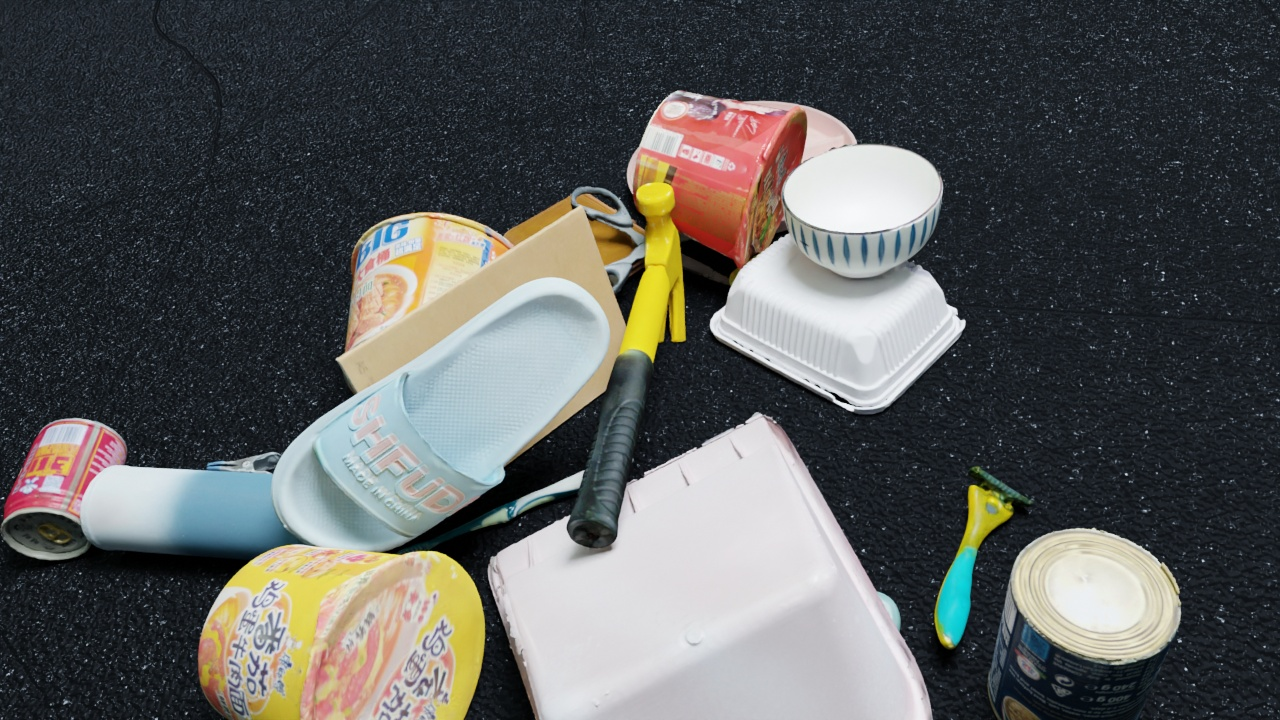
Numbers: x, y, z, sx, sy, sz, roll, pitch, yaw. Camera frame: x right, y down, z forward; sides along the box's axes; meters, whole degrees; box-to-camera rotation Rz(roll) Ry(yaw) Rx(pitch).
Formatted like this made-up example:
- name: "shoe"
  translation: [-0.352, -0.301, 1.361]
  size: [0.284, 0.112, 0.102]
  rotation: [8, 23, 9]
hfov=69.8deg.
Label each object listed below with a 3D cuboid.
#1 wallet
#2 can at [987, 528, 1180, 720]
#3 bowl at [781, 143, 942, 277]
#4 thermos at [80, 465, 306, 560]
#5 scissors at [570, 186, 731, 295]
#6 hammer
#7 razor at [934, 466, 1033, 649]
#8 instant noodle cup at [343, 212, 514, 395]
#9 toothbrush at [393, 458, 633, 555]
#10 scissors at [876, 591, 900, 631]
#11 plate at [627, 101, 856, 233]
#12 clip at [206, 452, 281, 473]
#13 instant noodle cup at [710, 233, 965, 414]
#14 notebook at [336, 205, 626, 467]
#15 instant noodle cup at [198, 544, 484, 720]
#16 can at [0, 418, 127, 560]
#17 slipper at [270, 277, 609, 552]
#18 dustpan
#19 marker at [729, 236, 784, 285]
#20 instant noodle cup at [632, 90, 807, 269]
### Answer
- name: "wallet"
  translation: [-0.049, -0.114, 0.870]
  size: [0.118, 0.035, 0.131]
  rotation: [-33, 48, -21]
- name: "can"
  translation: [0.224, 0.147, 0.472]
  size: [0.075, 0.111, 0.075]
  rotation: [-7, 43, 6]
- name: "bowl"
  translation: [0.168, -0.106, 0.700]
  size: [0.116, 0.066, 0.116]
  rotation: [-8, 43, 7]
- name: "thermos"
  translation: [-0.292, 0.111, 0.667]
  size: [0.221, 0.070, 0.070]
  rotation: [0, 44, 13]
- name: "scissors"
  translation: [0.007, -0.104, 0.820]
  size: [0.180, 0.014, 0.159]
  rotation: [-30, 75, -15]
- name: "hammer"
  translation: [-0.004, 0.004, 0.661]
  size: [0.033, 0.129, 0.299]
  rotation: [0, 43, 14]
- name: "razor"
  translation: [0.203, 0.124, 0.563]
  size: [0.043, 0.028, 0.132]
  rotation: [35, 52, 2]
- name: "instant noodle cup"
  translation: [-0.163, -0.025, 0.729]
  size: [0.151, 0.151, 0.111]
  rotation: [-5, 51, 8]
- name: "toothbrush"
  translation: [-0.091, 0.110, 0.657]
  size: [0.191, 0.016, 0.018]
  rotation: [-22, 54, -10]
- name: "scissors"
  translation: [0.066, 0.146, 0.579]
  size: [0.170, 0.019, 0.180]
  rotation: [-16, 44, 1]
- name: "plate"
  translation: [0.101, -0.193, 0.923]
  size: [0.229, 0.028, 0.229]
  rotation: [-6, 43, 6]
- name: "clip"
  translation: [-0.313, 0.089, 0.727]
  size: [0.056, 0.024, 0.027]
  rotation: [-5, 46, -1]
- name: "instant noodle cup"
  translation: [0.153, -0.046, 0.733]
  size: [0.137, 0.060, 0.173]
  rotation: [-39, 47, -25]
- name: "notebook"
  translation: [-0.100, 0.001, 0.676]
  size: [0.211, 0.149, 0.012]
  rotation: [-37, 37, -24]
- name: "instant noodle cup"
  translation: [-0.176, 0.170, 0.533]
  size: [0.110, 0.138, 0.137]
  rotation: [6, 45, 30]
- name: "can"
  translation: [-0.446, 0.100, 0.712]
  size: [0.066, 0.067, 0.093]
  rotation: [-13, 43, 0]
- name: "slipper"
  translation: [-0.120, 0.042, 0.589]
  size: [0.245, 0.104, 0.074]
  rotation: [-39, 22, -2]
- name: "dustpan"
  translation: [0.036, 0.176, 0.540]
  size: [0.222, 0.139, 0.273]
  rotation: [-27, 17, 1]
- name: "marker"
  translation: [0.126, -0.099, 0.824]
  size: [0.123, 0.015, 0.018]
  rotation: [-35, 85, -27]
- name: "instant noodle cup"
  translation: [0.065, -0.160, 0.771]
  size: [0.109, 0.138, 0.137]
  rotation: [23, 52, 17]
